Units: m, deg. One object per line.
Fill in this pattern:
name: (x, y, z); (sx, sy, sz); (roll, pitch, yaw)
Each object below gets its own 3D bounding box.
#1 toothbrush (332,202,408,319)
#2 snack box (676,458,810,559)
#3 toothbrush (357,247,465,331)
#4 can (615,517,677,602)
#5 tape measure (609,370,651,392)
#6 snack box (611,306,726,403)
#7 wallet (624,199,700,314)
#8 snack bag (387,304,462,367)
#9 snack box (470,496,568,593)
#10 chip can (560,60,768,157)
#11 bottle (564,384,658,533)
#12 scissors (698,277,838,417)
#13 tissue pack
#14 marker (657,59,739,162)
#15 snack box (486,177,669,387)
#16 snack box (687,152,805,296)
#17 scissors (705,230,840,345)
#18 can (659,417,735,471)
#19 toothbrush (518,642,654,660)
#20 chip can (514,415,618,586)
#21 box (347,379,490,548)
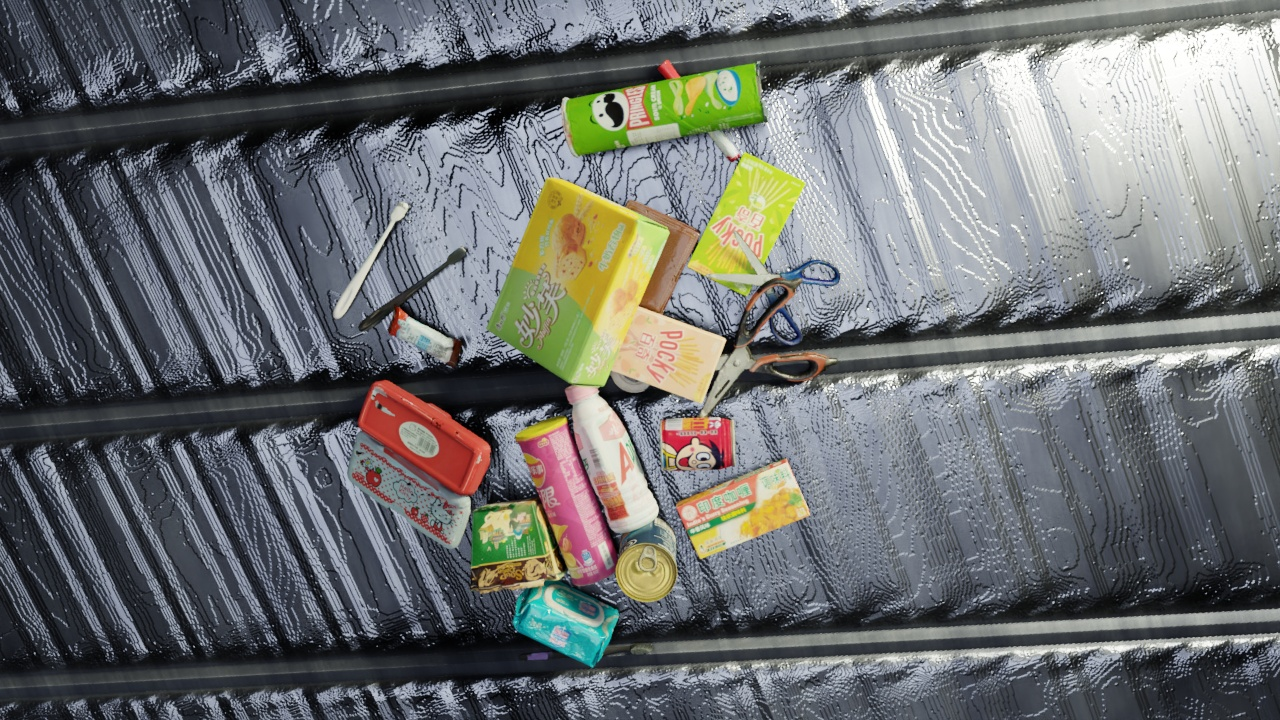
toothbrush: (-0.348, -0.127, 1.181); (0.016, 0.016, 0.180); (35, 103, 0)
snack box: (0.132, 0.192, 1.189); (0.156, 0.027, 0.077); (-24, 96, 8)
toothbrush: (-0.295, -0.091, 1.182); (0.181, 0.018, 0.015); (-35, 109, 11)
can: (0.009, 0.249, 1.167); (0.075, 0.111, 0.075); (0, 99, 2)
tape measure: (-0.007, 0.007, 1.166); (0.066, 0.033, 0.066); (28, 98, 1)
snack box: (0.017, -0.014, 1.127); (0.157, 0.026, 0.084); (20, 98, 7)
wallet: (0.005, -0.127, 1.145); (0.101, 0.032, 0.124); (26, 100, 3)
snack bag: (-0.279, -0.030, 1.184); (0.104, 0.026, 0.048); (25, 123, -1)
snack box: (-0.162, 0.234, 1.186); (0.118, 0.117, 0.105); (-7, 87, 3)
chip can: (0.029, -0.293, 1.080); (0.236, 0.072, 0.072); (-7, 99, 12)
bottle: (-0.041, 0.119, 1.171); (0.068, 0.068, 0.197); (-21, 95, 8)
scissors: (0.137, -0.011, 1.144); (0.225, 0.015, 0.189); (-5, 116, 1)
tissue pack: (-0.099, 0.335, 1.199); (0.133, 0.093, 0.050); (25, 104, -1)
marker: (0.072, -0.302, 1.116); (0.017, 0.017, 0.145); (-38, 95, 9)
snack box: (-0.078, -0.094, 1.100); (0.158, 0.070, 0.210); (31, 102, 33)
snack box: (0.129, -0.166, 1.129); (0.086, 0.026, 0.156); (27, 101, 0)
scissors: (0.168, -0.092, 1.129); (0.174, 0.012, 0.162); (-16, 110, -5)
can: (0.072, 0.106, 1.159); (0.094, 0.066, 0.066); (-2, 99, 4)
toothbrush: (-0.074, 0.399, 1.247); (0.189, 0.016, 0.014); (-6, 99, 7)
chip can: (-0.092, 0.181, 1.183); (0.071, 0.071, 0.210); (-19, 98, 7)
box: (-0.290, 0.132, 1.174); (0.201, 0.039, 0.158); (28, 101, 24)
